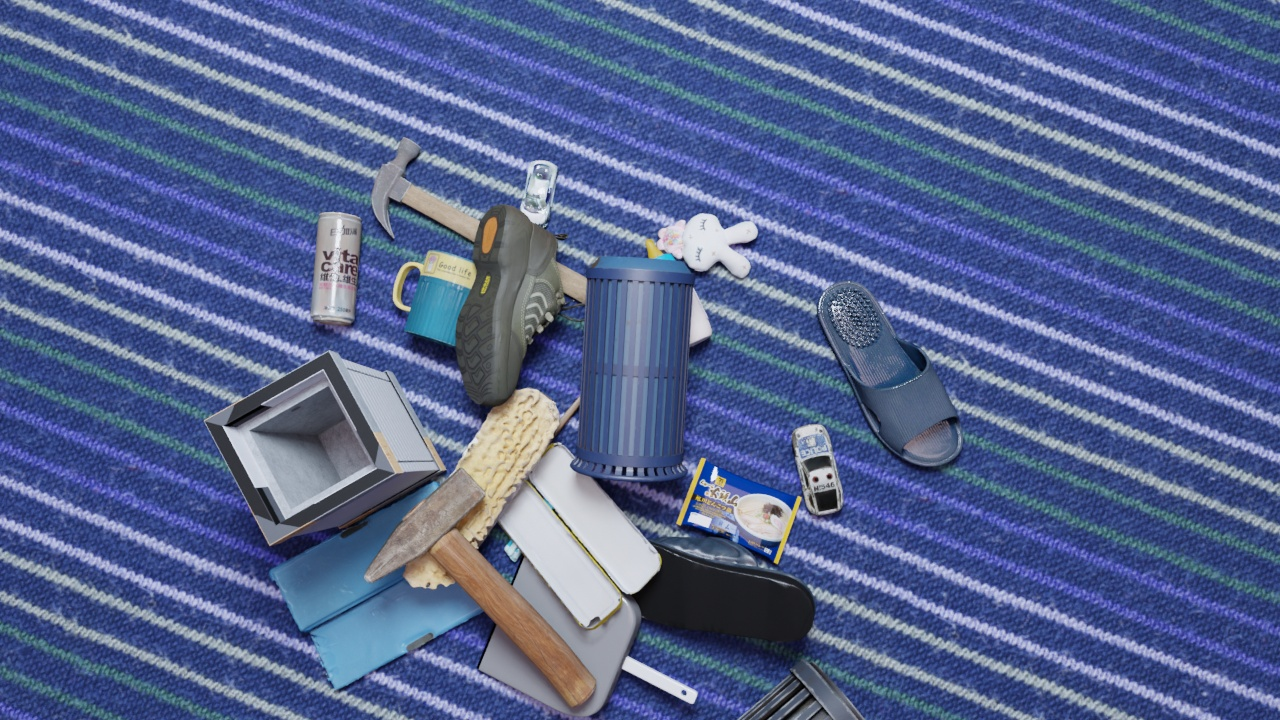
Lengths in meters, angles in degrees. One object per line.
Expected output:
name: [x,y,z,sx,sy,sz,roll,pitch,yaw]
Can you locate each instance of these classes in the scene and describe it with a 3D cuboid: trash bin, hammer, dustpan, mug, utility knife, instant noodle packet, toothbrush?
trash bin: [0.151,0.467,1.048,0.227,0.164,0.164,-38,85,-7]
hammer: [-0.163,0.285,1.052,0.157,0.037,0.301,-43,97,-11]
trash bin: [-0.340,0.099,1.036,0.142,0.247,0.142,-30,85,-3]
dustpan: [-0.052,0.351,1.106,0.258,0.033,0.163,22,90,16]
mug: [-0.253,-0.078,1.141,0.114,0.083,0.107,16,87,12]
hammer: [-0.193,-0.157,1.178,0.331,0.031,0.119,29,83,-1]
utility knife: [-0.128,0.198,1.144,0.022,0.015,0.116,38,84,13]
trash bin: [-0.006,0.006,1.079,0.139,0.139,0.249,3,94,0]
instant noodle packet: [0.123,0.186,1.139,0.134,0.026,0.087,22,81,2]
toothbrush: [-0.074,0.046,1.159,0.016,0.016,0.166,39,85,3]

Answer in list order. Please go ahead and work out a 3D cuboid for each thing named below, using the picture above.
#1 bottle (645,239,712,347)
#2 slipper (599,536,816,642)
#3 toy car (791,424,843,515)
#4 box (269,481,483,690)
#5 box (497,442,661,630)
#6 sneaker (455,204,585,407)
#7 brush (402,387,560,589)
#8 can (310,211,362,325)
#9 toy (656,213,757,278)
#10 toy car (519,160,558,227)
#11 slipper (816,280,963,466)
bottle: [0.040,-0.087,1.154,0.051,0.051,0.146,-25,85,-3]
slipper: [0.083,0.264,1.111,0.266,0.083,0.109,7,111,19]
toy car: [0.220,0.135,1.137,0.048,0.040,0.112,-13,84,-2]
box: [-0.312,0.277,1.129,0.231,0.033,0.174,-29,87,-3]
box: [-0.081,0.209,1.105,0.129,0.034,0.209,-44,66,0]
sneaker: [-0.138,-0.058,1.113,0.142,0.101,0.238,12,84,-41]
brush: [-0.192,0.151,1.101,0.083,0.057,0.271,35,81,-2]
can: [-0.383,-0.114,1.155,0.054,0.054,0.135,3,84,0]
toy: [0.083,-0.150,1.167,0.125,0.037,0.076,10,88,0]
toy car: [-0.131,-0.215,1.179,0.039,0.027,0.089,10,84,-1]
slipper: [0.307,0.016,1.130,0.101,0.082,0.263,-32,85,-1]
